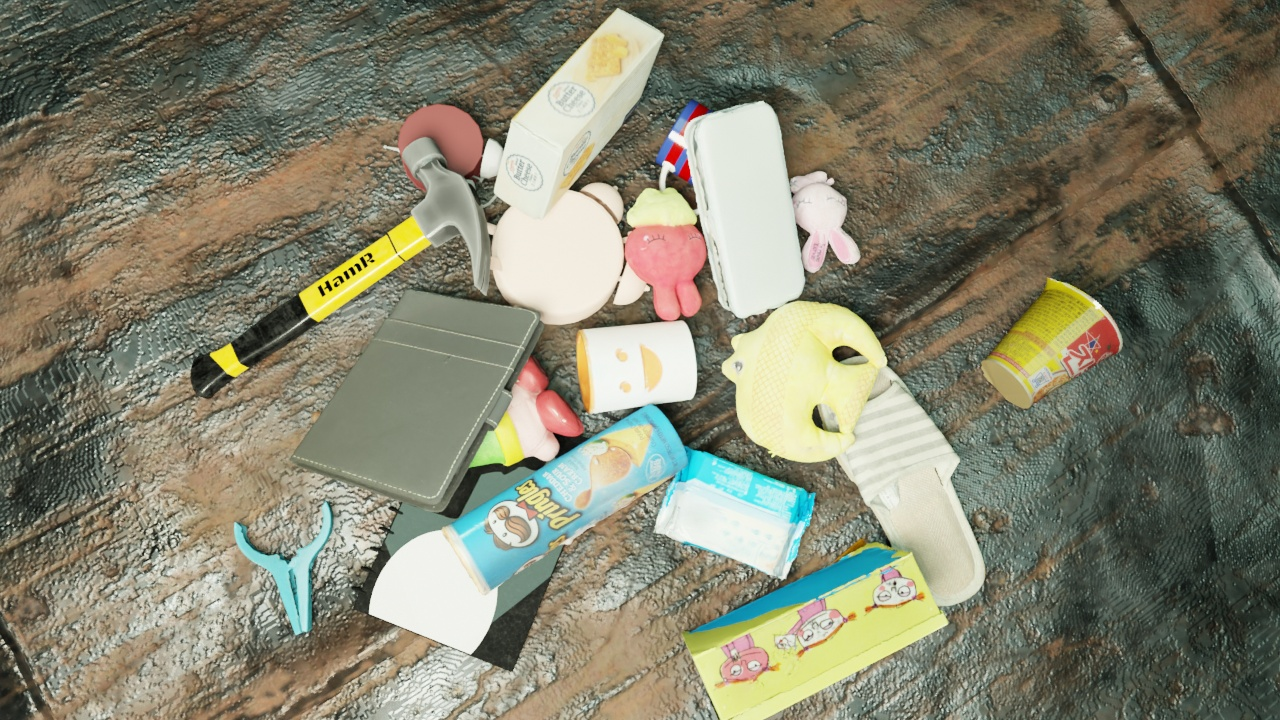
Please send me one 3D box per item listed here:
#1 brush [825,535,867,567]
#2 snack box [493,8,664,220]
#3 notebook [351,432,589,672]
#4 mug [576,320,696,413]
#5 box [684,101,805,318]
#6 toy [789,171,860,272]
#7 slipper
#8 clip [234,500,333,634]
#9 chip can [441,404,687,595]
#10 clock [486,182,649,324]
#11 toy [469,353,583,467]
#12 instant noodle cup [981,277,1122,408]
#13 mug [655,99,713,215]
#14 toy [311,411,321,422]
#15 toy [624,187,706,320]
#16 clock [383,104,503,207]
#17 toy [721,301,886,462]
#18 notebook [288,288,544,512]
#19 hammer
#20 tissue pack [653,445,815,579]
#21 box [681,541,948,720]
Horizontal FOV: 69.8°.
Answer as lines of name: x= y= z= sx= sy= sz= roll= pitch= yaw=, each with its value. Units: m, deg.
brush: x=0.191 y=0.234 z=0.921 sx=0.126 sy=0.017 sz=0.048 roll=-35 pitch=86 yaw=-13
snack box: x=-0.059 y=-0.243 z=0.898 sx=0.057 sy=0.104 sz=0.207 roll=32 pitch=57 yaw=1
notebook: x=-0.156 y=0.156 z=0.885 sx=0.169 sy=0.019 sz=0.231 roll=23 pitch=77 yaw=-5
mug: x=-0.005 y=0.005 z=0.903 sx=0.105 sy=0.082 sz=0.082 roll=-7 pitch=80 yaw=-10
box: x=0.105 y=-0.151 z=0.925 sx=0.118 sy=0.063 sz=0.214 roll=-23 pitch=110 yaw=-17
toy: x=0.194 y=-0.151 z=0.981 sx=0.063 sy=0.047 sz=0.110 roll=-15 pitch=85 yaw=-2
slipper: x=0.271 y=0.121 z=0.939 sx=0.114 sy=0.054 sz=0.272 roll=-25 pitch=84 yaw=-17
clip: x=-0.318 y=0.177 z=0.855 sx=0.120 sy=0.033 sz=0.118 roll=42 pitch=73 yaw=1
chip can: x=-0.068 y=0.128 z=0.857 sx=0.229 sy=0.080 sz=0.080 roll=-30 pitch=85 yaw=-15
clock: x=-0.080 y=-0.107 z=0.917 sx=0.160 sy=0.086 sz=0.131 roll=-15 pitch=82 yaw=-17
toy: x=-0.139 y=0.054 z=0.854 sx=0.131 sy=0.097 sz=0.124 roll=-37 pitch=81 yaw=4
instant noodle cup: x=0.427 y=-0.009 z=0.969 sx=0.112 sy=0.100 sz=0.100 roll=-41 pitch=87 yaw=-5
mug: x=0.057 y=-0.205 z=0.956 sx=0.076 sy=0.075 sz=0.111 roll=32 pitch=78 yaw=-2
toy: x=-0.261 y=0.076 z=0.870 sx=0.101 sy=0.041 sz=0.055 roll=11 pitch=120 yaw=-13
toy: x=0.027 y=-0.106 z=0.910 sx=0.091 sy=0.045 sz=0.135 roll=-4 pitch=83 yaw=-30
clock: x=-0.194 y=-0.206 z=0.934 sx=0.124 sy=0.044 sz=0.087 roll=39 pitch=76 yaw=0
toy: x=0.158 y=0.017 z=0.926 sx=0.155 sy=0.064 sz=0.170 roll=20 pitch=80 yaw=16
notebook: x=-0.196 y=0.027 z=0.835 sx=0.170 sy=0.029 sz=0.208 roll=13 pitch=60 yaw=21
hammer: x=-0.285 y=-0.063 z=0.862 sx=0.324 sy=0.034 sz=0.169 roll=-34 pitch=68 yaw=2
tissue pack: x=0.093 y=0.151 z=0.900 sx=0.144 sy=0.062 sz=0.092 roll=20 pitch=79 yaw=-1
box: x=0.155 y=0.249 z=0.846 sx=0.221 sy=0.124 sz=0.079 roll=-22 pitch=85 yaw=-6
